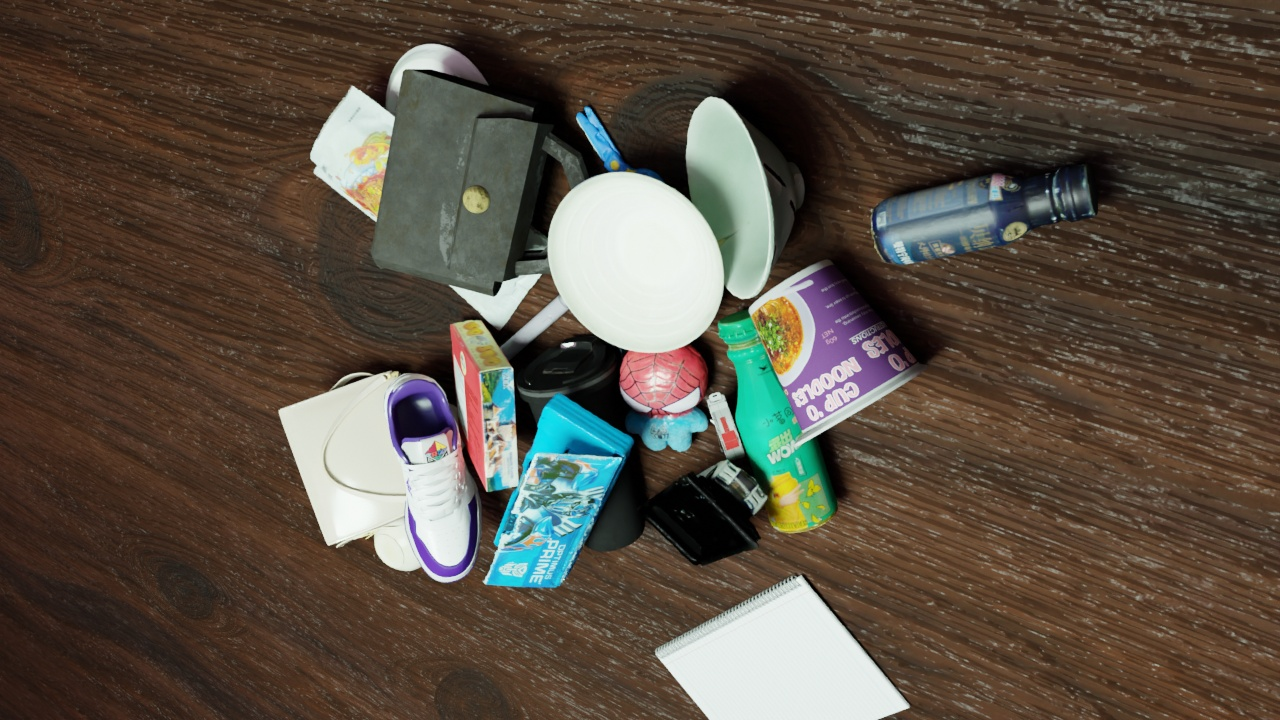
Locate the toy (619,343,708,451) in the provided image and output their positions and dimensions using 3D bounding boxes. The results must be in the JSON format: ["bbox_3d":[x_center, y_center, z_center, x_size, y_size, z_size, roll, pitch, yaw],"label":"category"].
[{"bbox_3d":[0.023,0.036,0.917,0.092,0.062,0.133,6,117,21],"label":"toy"}]

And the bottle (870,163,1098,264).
[{"bbox_3d":[0.261,-0.113,0.704,0.161,0.056,0.056,-9,106,34],"label":"bottle"}]

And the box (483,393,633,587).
[{"bbox_3d":[-0.093,0.152,0.918,0.092,0.085,0.244,32,134,8],"label":"box"}]

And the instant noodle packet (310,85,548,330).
[{"bbox_3d":[-0.225,-0.157,0.980,0.269,0.057,0.147,40,132,-4],"label":"instant noodle packet"}]

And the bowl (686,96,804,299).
[{"bbox_3d":[0.100,-0.142,0.780,0.174,0.068,0.174,164,91,-77],"label":"bowl"}]

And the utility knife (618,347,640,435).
[{"bbox_3d":[-0.006,0.006,0.950,0.029,0.020,0.188,2,113,33],"label":"utility knife"}]

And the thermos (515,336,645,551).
[{"bbox_3d":[-0.054,0.093,0.974,0.106,0.105,0.219,0,116,32],"label":"thermos"}]

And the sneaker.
[{"bbox_3d":[-0.230,0.125,1.029,0.111,0.091,0.244,142,112,-71],"label":"sneaker"}]

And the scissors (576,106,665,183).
[{"bbox_3d":[-0.019,-0.189,0.873,0.071,0.022,0.130,-23,95,39],"label":"scissors"}]

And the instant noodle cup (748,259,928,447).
[{"bbox_3d":[0.153,-0.011,0.783,0.122,0.136,0.122,59,155,8],"label":"instant noodle cup"}]

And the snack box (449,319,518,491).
[{"bbox_3d":[-0.173,0.047,1.012,0.142,0.040,0.145,-133,39,-57],"label":"snack box"}]

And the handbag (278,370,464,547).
[{"bbox_3d":[-0.308,0.105,1.116,0.198,0.101,0.194,-22,85,-1],"label":"handbag"}]

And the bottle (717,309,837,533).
[{"bbox_3d":[0.124,0.055,0.859,0.068,0.067,0.210,-11,105,35],"label":"bottle"}]

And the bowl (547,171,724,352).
[{"bbox_3d":[0.004,-0.098,0.862,0.177,0.057,0.177,12,121,20],"label":"bowl"}]

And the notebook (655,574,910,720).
[{"bbox_3d":[0.145,0.350,1.017,0.178,0.013,0.246,50,128,1],"label":"notebook"}]

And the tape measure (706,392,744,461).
[{"bbox_3d":[0.081,0.068,0.886,0.020,0.060,0.062,-19,73,3],"label":"tape measure"}]

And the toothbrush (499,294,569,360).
[{"bbox_3d":[-0.100,-0.047,0.984,0.018,0.019,0.188,50,128,-5],"label":"toothbrush"}]

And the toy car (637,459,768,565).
[{"bbox_3d":[0.069,0.141,0.903,0.094,0.071,0.192,42,159,3],"label":"toy car"}]

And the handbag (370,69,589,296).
[{"bbox_3d":[-0.145,-0.158,0.885,0.199,0.102,0.197,14,108,-2],"label":"handbag"}]

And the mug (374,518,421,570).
[{"bbox_3d":[-0.301,0.213,1.185,0.112,0.089,0.086,52,128,1],"label":"mug"}]

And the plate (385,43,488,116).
[{"bbox_3d":[-0.213,-0.250,0.965,0.157,0.014,0.157,14,119,27],"label":"plate"}]
